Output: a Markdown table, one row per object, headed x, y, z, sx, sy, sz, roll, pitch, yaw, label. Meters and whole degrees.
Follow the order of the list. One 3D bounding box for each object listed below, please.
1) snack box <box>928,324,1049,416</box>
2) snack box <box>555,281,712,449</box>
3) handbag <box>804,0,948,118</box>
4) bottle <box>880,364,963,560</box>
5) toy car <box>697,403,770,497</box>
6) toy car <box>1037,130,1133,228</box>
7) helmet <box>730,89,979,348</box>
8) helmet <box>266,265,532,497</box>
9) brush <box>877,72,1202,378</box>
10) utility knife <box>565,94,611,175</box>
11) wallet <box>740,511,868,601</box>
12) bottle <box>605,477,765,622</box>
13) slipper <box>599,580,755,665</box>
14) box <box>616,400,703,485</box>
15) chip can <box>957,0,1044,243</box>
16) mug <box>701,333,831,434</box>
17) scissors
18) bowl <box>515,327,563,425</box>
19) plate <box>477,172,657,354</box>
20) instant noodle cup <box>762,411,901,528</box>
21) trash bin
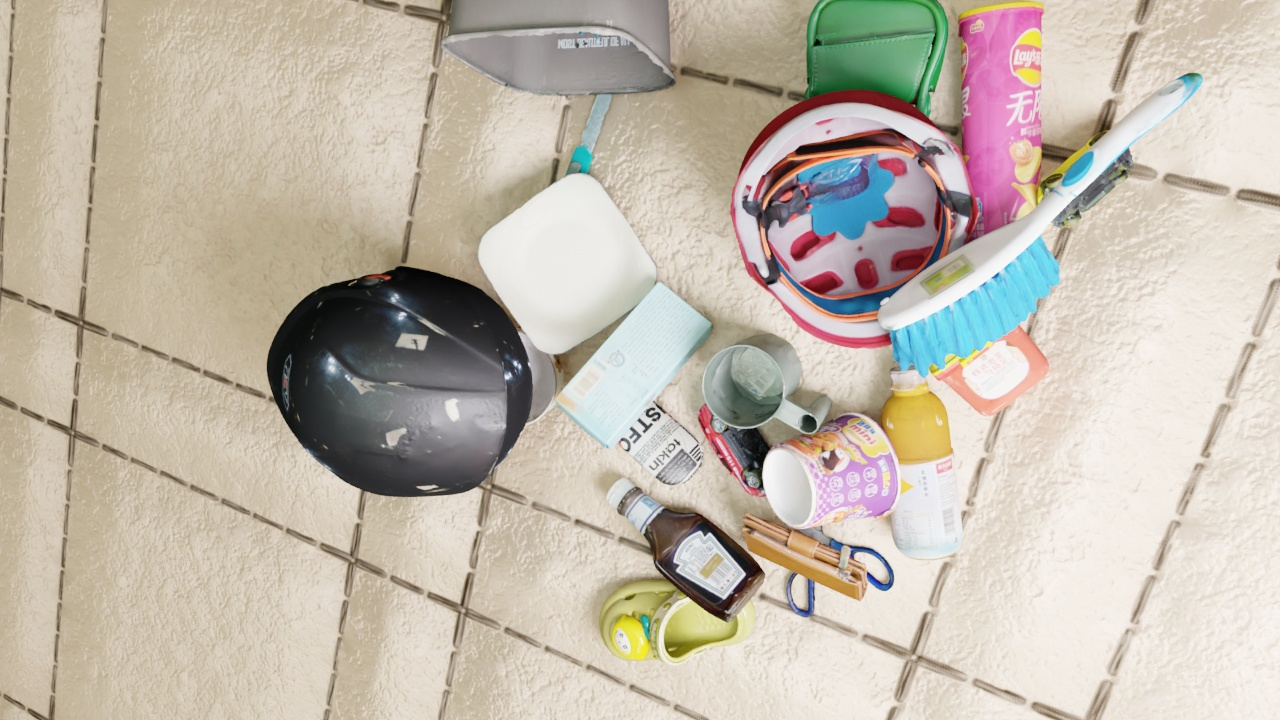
| x | y | z | sx | sy | sz | roll | pitch | yaw | label |
| --- | --- | --- | --- | --- | --- | --- | --- | --- | --- |
| 0.328 | 0.000 | 0.865 | 0.080 | 0.081 | 0.091 | 46 | 111 | -2 | snack box |
| -0.006 | 0.006 | 0.976 | 0.074 | 0.051 | 0.174 | 40 | 85 | 10 | snack box |
| 0.220 | -0.288 | 0.867 | 0.131 | 0.067 | 0.120 | 10 | 111 | 19 | handbag |
| 0.275 | 0.099 | 0.908 | 0.068 | 0.067 | 0.189 | -6 | 97 | 22 | bottle |
| 0.106 | 0.092 | 0.983 | 0.120 | 0.052 | 0.045 | 57 | 137 | 11 | toy car |
| 0.391 | -0.162 | 0.816 | 0.105 | 0.032 | 0.048 | -41 | 115 | -8 | toy car |
| 0.195 | -0.143 | 0.857 | 0.207 | 0.143 | 0.240 | -16 | 123 | 15 | helmet |
| -0.244 | 0.027 | 0.949 | 0.274 | 0.230 | 0.234 | 4 | 103 | -18 | helmet |
| 0.338 | -0.107 | 0.778 | 0.315 | 0.060 | 0.109 | -34 | 123 | 13 | brush |
| -0.076 | -0.201 | 1.024 | 0.029 | 0.013 | 0.222 | 27 | 107 | 15 | utility knife |
| 0.167 | 0.200 | 0.936 | 0.131 | 0.119 | 0.035 | 22 | 69 | 22 | wallet |
| 0.043 | 0.202 | 1.019 | 0.195 | 0.044 | 0.079 | 37 | 69 | 22 | bottle |
| 0.033 | 0.297 | 1.034 | 0.191 | 0.081 | 0.091 | -14 | 91 | 21 | slipper |
| 0.001 | 0.073 | 1.030 | 0.163 | 0.081 | 0.075 | 38 | 81 | 14 | box |
| 0.327 | -0.208 | 0.831 | 0.071 | 0.071 | 0.210 | 0 | 99 | 22 | chip can |
| 0.133 | 0.028 | 0.933 | 0.124 | 0.103 | 0.084 | 31 | 109 | 13 | mug |
| 0.194 | 0.202 | 0.989 | 0.176 | 0.012 | 0.162 | 25 | 107 | 18 | scissors |
| -0.135 | 0.015 | 1.059 | 0.114 | 0.062 | 0.113 | 5 | 102 | 22 | bowl |
| -0.080 | -0.105 | 1.014 | 0.164 | 0.034 | 0.164 | -33 | 89 | 5 | plate |
| 0.183 | 0.114 | 0.905 | 0.112 | 0.099 | 0.112 | 27 | 122 | 55 | instant noodle cup |
| -0.069 | -0.391 | 0.898 | 0.199 | 0.198 | 0.220 | 4 | 91 | 19 | trash bin |
